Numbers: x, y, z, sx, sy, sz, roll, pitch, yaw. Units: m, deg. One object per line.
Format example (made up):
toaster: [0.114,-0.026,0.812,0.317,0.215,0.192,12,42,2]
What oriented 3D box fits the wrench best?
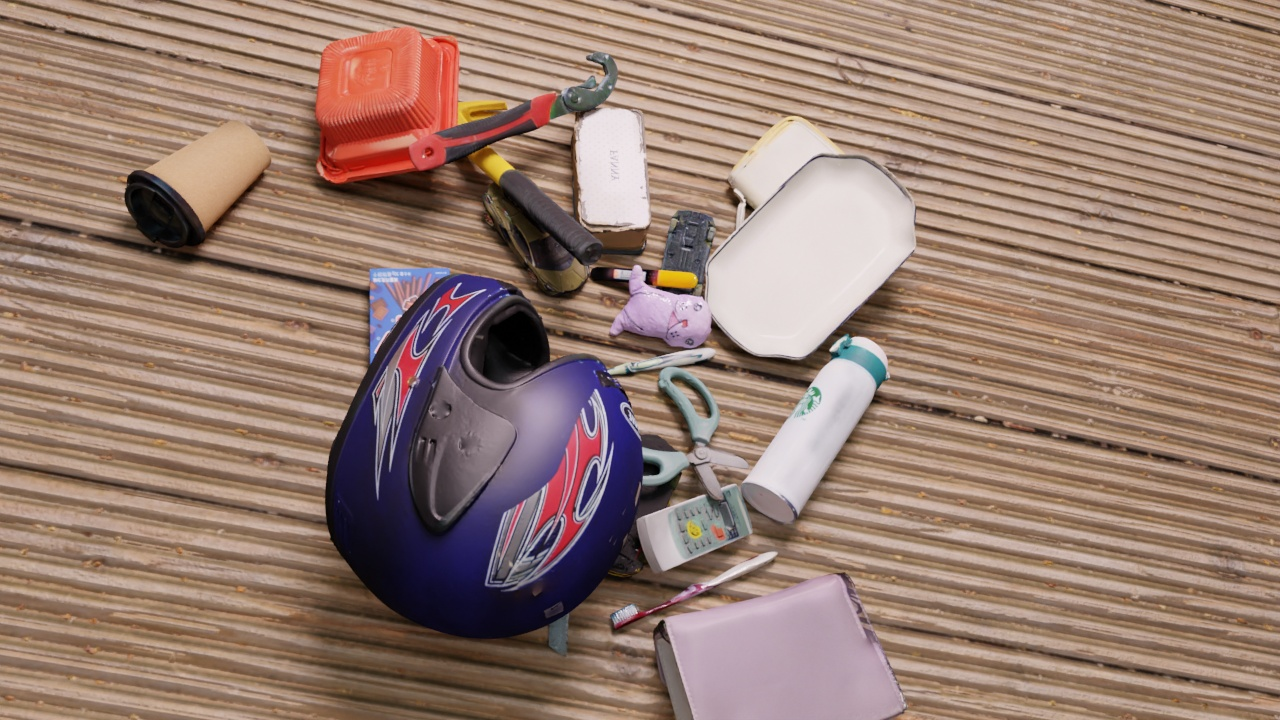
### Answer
wrench: [-0.133,-0.272,1.018,0.272,0.016,0.056,-33,113,-24]

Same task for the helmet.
helmet: [-0.115,0.089,0.819,0.240,0.247,0.315,15,73,16]

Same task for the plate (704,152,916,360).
plate: [0.193,-0.117,1.048,0.162,0.034,0.265,44,86,5]

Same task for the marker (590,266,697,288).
marker: [0.003,-0.094,1.033,0.124,0.015,0.018,6,89,14]

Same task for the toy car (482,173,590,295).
toy car: [-0.116,-0.143,1.038,0.070,0.042,0.158,-34,79,-21]

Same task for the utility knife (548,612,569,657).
utility knife: [-0.075,0.190,0.916,0.033,0.015,0.202,4,67,-6]

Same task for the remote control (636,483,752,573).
remote control: [0.056,0.166,0.917,0.134,0.019,0.056,-12,80,-40]

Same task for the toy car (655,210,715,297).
toy car: [0.052,-0.116,1.059,0.054,0.037,0.120,12,76,0]

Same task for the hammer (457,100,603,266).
hammer: [-0.144,-0.200,1.016,0.128,0.033,0.301,-34,59,-20]

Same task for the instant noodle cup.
instant noodle cup: [-0.289,-0.294,1.021,0.164,0.079,0.188,-9,65,9]

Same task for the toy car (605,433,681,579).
toy car: [-0.004,0.146,0.933,0.071,0.041,0.155,24,58,-1]

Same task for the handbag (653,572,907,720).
handbag: [0.124,0.293,0.864,0.196,0.099,0.145,-12,72,-14]

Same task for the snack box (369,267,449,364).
snack box: [-0.242,-0.024,0.970,0.084,0.026,0.157,-2,68,-12]

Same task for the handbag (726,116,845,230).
handbag: [0.178,-0.182,1.105,0.178,0.063,0.163,-43,80,-8]

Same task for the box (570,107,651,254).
box: [-0.035,-0.205,1.069,0.089,0.061,0.184,2,69,-8]

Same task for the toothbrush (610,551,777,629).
toothbrush: [0.056,0.228,0.926,0.187,0.016,0.017,-19,62,-17]

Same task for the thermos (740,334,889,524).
thermos: [0.192,0.067,0.989,0.073,0.073,0.223,36,65,6]

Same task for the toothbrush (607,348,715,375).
toothbrush: [-0.006,0.006,1.006,0.191,0.018,0.016,-11,69,-14]

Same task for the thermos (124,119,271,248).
thermos: [-0.465,-0.189,0.970,0.093,0.093,0.142,32,57,4]

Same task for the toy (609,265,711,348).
toy: [0.028,-0.053,1.019,0.108,0.039,0.084,18,105,-2]

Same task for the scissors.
scissors: [0.022,0.078,0.951,0.178,0.019,0.170,-5,54,-24]
